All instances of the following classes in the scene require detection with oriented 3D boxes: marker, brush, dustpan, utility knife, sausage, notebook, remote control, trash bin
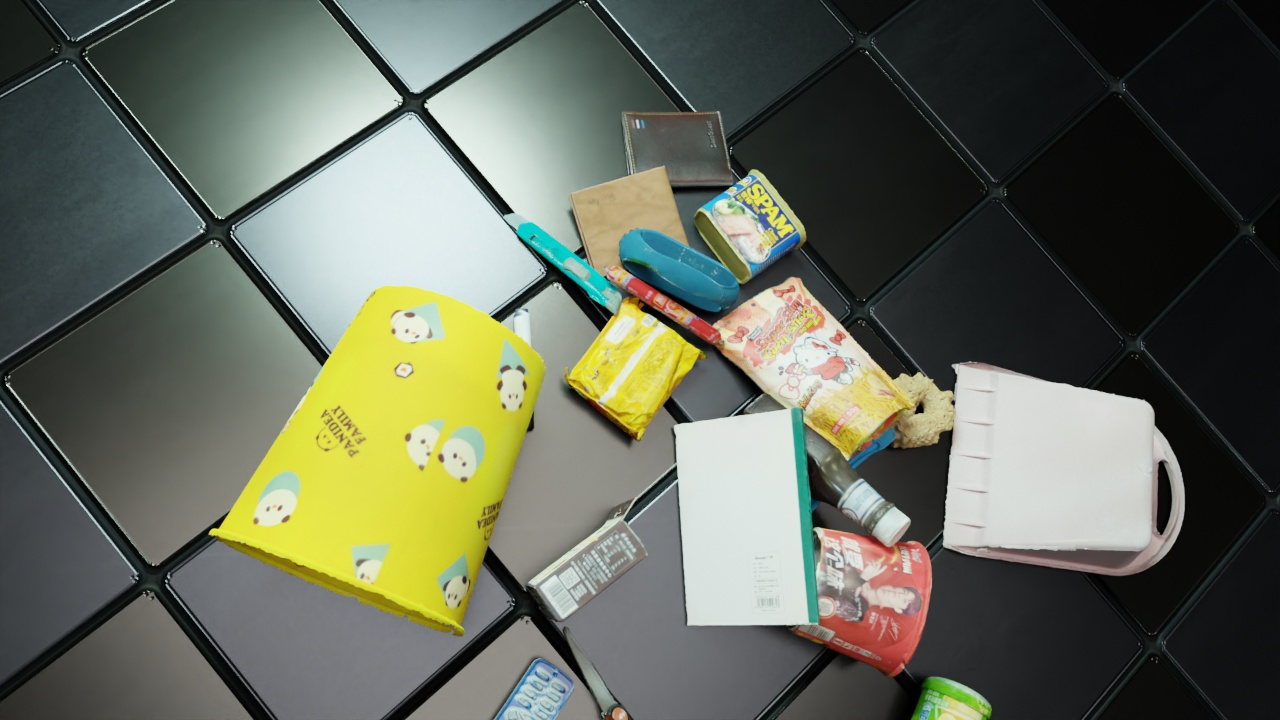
[{"bbox_3d":[-0.124,0.009,0.968,0.022,0.018,0.130,-4,78,-2],"label":"marker"},{"bbox_3d":[0.043,-0.095,0.983,0.144,0.073,0.055,26,101,-15],"label":"brush"},{"bbox_3d":[0.488,0.138,1.059,0.274,0.139,0.222,7,75,20],"label":"dustpan"},{"bbox_3d":[-0.084,-0.109,0.992,0.171,0.013,0.029,39,65,13],"label":"utility knife"},{"bbox_3d":[0.026,-0.059,0.982,0.156,0.020,0.020,31,73,-12],"label":"sausage"},{"bbox_3d":[0.103,0.159,0.924,0.012,0.151,0.209,14,69,-52],"label":"notebook"},{"bbox_3d":[-0.116,0.351,0.884,0.049,0.024,0.124,36,72,-1],"label":"remote control"},{"bbox_3d":[-0.216,0.087,0.834,0.229,0.230,0.254,23,68,-5],"label":"trash bin"},{"bbox_3d":[0.246,0.104,1.009,0.254,0.046,0.083,-38,90,-13],"label":"brush"}]

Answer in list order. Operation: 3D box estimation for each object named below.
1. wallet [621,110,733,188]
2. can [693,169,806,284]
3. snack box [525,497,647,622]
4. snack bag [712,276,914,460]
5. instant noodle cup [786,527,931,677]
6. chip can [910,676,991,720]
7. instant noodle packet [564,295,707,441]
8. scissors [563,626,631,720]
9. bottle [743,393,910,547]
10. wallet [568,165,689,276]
[{"bbox_3d":[0.042,-0.243,1.059,0.122,0.020,0.096,-4,78,-14],"label":"wallet"},{"bbox_3d":[0.122,-0.149,1.032,0.083,0.057,0.102,-36,85,-14],"label":"can"},{"bbox_3d":[-0.048,0.194,0.888,0.125,0.113,0.053,-34,86,-16],"label":"snack box"},{"bbox_3d":[0.186,0.006,0.993,0.128,0.073,0.208,-35,68,-16],"label":"snack bag"},{"bbox_3d":[0.214,0.235,0.923,0.108,0.138,0.137,17,74,0],"label":"instant noodle cup"},{"bbox_3d":[0.282,0.429,0.917,0.072,0.073,0.221,29,73,-3],"label":"chip can"},{"bbox_3d":[-0.006,0.006,0.978,0.111,0.044,0.128,38,71,2],"label":"instant noodle packet"},{"bbox_3d":[-0.023,0.362,0.880,0.235,0.022,0.124,46,35,-1],"label":"scissors"},{"bbox_3d":[0.186,0.114,0.936,0.044,0.080,0.195,-38,60,-22],"label":"bottle"},{"bbox_3d":[-0.011,-0.153,1.018,0.115,0.020,0.101,-19,93,-11],"label":"wallet"}]
